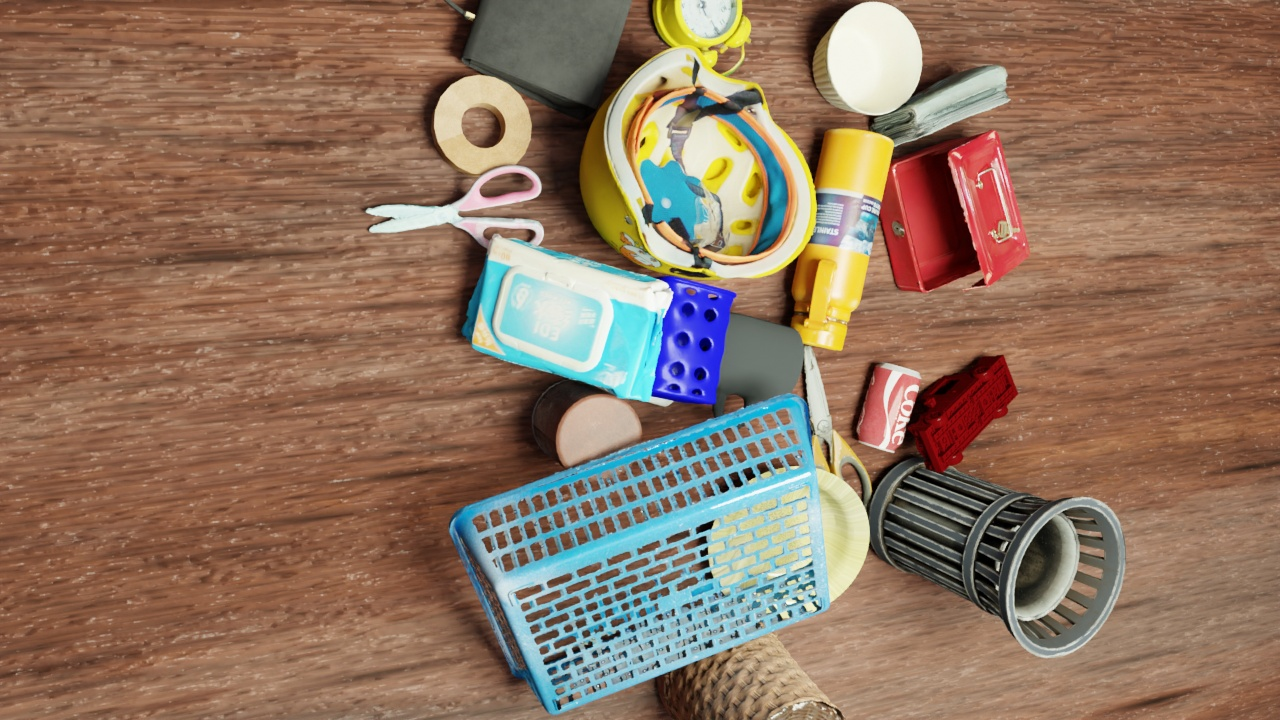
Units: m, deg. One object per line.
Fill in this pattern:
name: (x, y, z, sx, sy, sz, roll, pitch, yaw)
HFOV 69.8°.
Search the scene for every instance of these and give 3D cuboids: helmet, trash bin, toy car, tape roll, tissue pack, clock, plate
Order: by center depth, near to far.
tissue pack: (-0.075, -0.044, 0.875, 0.209, 0.066, 0.117, 19, 101, 19)
tape roll: (-0.154, -0.226, 0.891, 0.094, 0.027, 0.094, -2, 98, -18)
helmet: (0.041, -0.172, 0.906, 0.240, 0.140, 0.208, 27, 70, -29)
clock: (0.065, -0.347, 0.936, 0.083, 0.057, 0.119, -39, 115, -10)
trash bin: (0.122, 0.366, 0.963, 0.151, 0.210, 0.151, -3, 98, -19)
trash bin: (0.376, 0.199, 1.011, 0.164, 0.228, 0.164, -4, 100, -25)
plate: (0.164, 0.200, 1.039, 0.184, 0.036, 0.184, -2, 106, -8)
toy car: (0.370, 0.059, 1.075, 0.169, 0.062, 0.070, -35, 107, -30)

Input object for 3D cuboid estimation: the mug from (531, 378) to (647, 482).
mug: (-0.041, 0.074, 0.927, 0.123, 0.110, 0.096, 17, 96, -19)

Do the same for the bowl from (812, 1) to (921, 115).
bowl: (0.238, -0.321, 0.993, 0.115, 0.062, 0.115, -2, 97, -19)

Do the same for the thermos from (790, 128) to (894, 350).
thermos: (0.209, -0.130, 0.997, 0.091, 0.076, 0.232, 9, 95, -45)

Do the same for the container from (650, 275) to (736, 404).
container: (0.036, -0.018, 0.923, 0.084, 0.085, 0.113, 12, 85, -22)

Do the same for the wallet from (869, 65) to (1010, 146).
wallet: (0.327, -0.277, 1.012, 0.131, 0.100, 0.054, -29, 97, -15)

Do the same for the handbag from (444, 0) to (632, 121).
handbag: (-0.112, -0.352, 0.873, 0.195, 0.072, 0.176, 18, 91, -16)

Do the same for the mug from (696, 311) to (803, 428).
mug: (0.107, 0.013, 0.978, 0.094, 0.085, 0.121, 14, 87, -19)

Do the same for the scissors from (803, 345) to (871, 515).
scissors: (0.202, 0.093, 1.058, 0.113, 0.016, 0.229, -22, 104, -15)

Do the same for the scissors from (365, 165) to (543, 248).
scissors: (-0.180, -0.130, 0.897, 0.178, 0.016, 0.101, -14, 124, -8)

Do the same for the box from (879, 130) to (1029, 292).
box: (0.350, -0.166, 1.043, 0.136, 0.127, 0.157, -25, 102, -35)

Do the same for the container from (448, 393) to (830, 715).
container: (0.024, 0.206, 0.902, 0.362, 0.089, 0.257, -19, 126, -7)

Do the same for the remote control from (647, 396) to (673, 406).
remote control: (-0.006, 0.006, 0.970, 0.114, 0.028, 0.060, 30, 85, -20)

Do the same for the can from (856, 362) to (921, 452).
can: (0.286, 0.054, 1.062, 0.054, 0.054, 0.096, 16, 91, -20)
